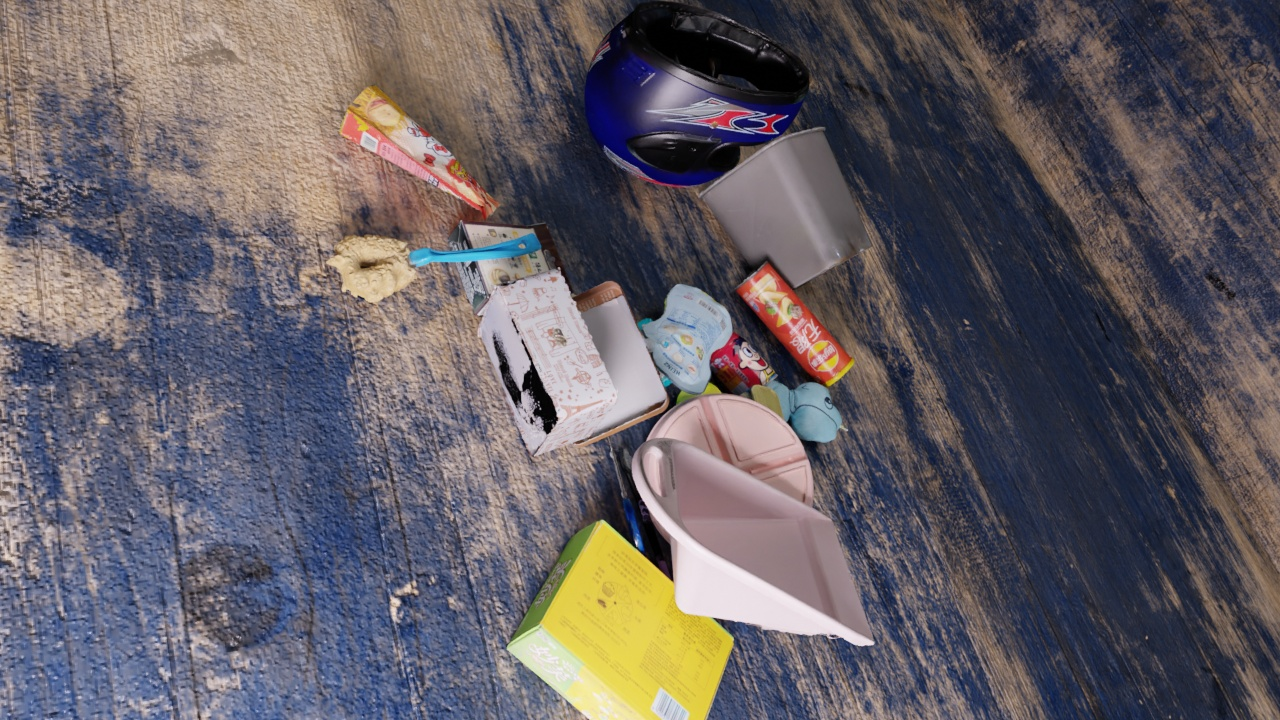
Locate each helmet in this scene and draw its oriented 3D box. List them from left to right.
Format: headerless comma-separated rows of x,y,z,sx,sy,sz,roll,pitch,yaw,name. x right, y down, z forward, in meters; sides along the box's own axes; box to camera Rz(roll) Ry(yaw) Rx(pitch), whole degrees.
0.069,-0.384,1.397,0.315,0.241,0.246,13,50,-13,helmet

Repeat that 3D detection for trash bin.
0.251,-0.239,1.519,0.198,0.200,0.219,-29,88,-49,trash bin

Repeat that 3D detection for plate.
0.113,0.146,1.147,0.229,0.028,0.229,4,69,-12,plate

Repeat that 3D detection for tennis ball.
0.080,0.060,1.226,0.065,0.066,0.065,23,47,-28,tennis ball

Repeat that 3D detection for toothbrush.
0.008,0.190,1.104,0.014,0.017,0.189,-8,68,-34,toothbrush

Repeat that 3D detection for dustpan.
0.121,0.178,0.997,0.273,0.139,0.222,3,26,-6,dustpan

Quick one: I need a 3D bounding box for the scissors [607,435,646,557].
-0.016,0.164,1.059,0.012,0.156,0.165,-16,91,-4,scissors

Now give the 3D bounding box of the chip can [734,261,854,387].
0.245,-0.057,1.457,0.216,0.073,0.073,50,40,-3,chip can

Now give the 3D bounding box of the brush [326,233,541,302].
-0.230,-0.119,1.056,0.254,0.046,0.083,-13,60,-34,brush

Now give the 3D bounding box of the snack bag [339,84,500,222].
-0.263,-0.245,1.129,0.208,0.073,0.128,36,8,-13,snack bag

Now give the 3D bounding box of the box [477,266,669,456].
-0.065,-0.003,1.070,0.187,0.155,0.182,-18,73,-26,box

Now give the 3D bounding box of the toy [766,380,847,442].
0.242,0.078,1.374,0.156,0.050,0.161,36,44,-10,toy

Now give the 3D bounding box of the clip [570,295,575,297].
-0.073,-0.060,1.202,0.100,0.035,0.071,12,53,-43,clip

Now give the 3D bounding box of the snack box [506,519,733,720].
-0.015,0.295,0.962,0.210,0.070,0.157,43,41,-9,snack box

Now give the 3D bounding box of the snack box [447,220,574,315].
-0.162,-0.116,1.145,0.125,0.053,0.113,-2,62,-44,snack box

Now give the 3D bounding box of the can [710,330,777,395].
0.141,0.010,1.314,0.094,0.067,0.066,47,40,6,can

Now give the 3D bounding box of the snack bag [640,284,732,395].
0.062,-0.031,1.223,0.110,0.039,0.190,43,37,-7,snack bag

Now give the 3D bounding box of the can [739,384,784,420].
0.150,0.094,1.251,0.057,0.083,0.102,14,52,-35,can

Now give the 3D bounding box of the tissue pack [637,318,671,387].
-0.007,0.007,1.197,0.093,0.050,0.133,53,40,2,tissue pack
